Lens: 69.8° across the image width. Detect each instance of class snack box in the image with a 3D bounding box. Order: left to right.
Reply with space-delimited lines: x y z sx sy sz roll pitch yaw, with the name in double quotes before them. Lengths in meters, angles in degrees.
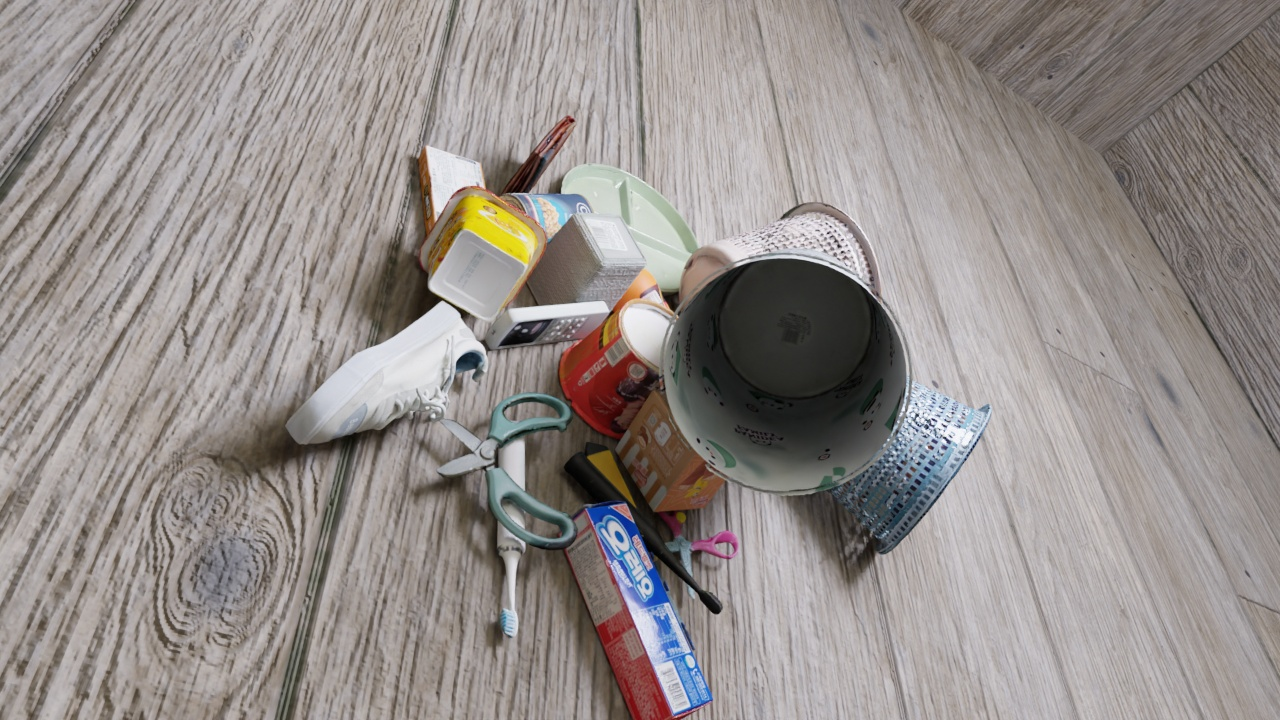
"snack box" -0.218 -0.185 1.083 0.075 0.026 0.153 12 48 -34
"snack box" -0.008 0.235 0.857 0.057 0.058 0.207 -2 57 -43
"snack box" 0.042 0.096 0.985 0.077 0.095 0.092 3 40 -41

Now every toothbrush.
"toothbrush" -0.121 0.153 0.858 0.026 0.027 0.220 44 30 -43
"toothbrush" 0.004 0.173 0.918 0.212 0.026 0.027 44 12 14

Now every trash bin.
"trash bin" 0.167 -0.087 1.207 0.191 0.228 0.227 -12 63 -32
"trash bin" 0.155 -0.013 0.952 0.229 0.230 0.251 43 19 -1
"trash bin" 0.288 0.093 1.146 0.195 0.227 0.225 37 37 12

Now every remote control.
"remote control" -0.102 -0.039 1.025 0.149 0.058 0.021 -10 63 -45

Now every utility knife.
"utility knife" -0.008 0.181 0.935 0.033 0.015 0.230 -14 61 -23

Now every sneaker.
"sneaker" -0.220 0.028 0.843 0.091 0.090 0.241 47 32 -3

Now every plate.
"plate" -0.014 -0.178 1.257 0.230 0.028 0.229 23 43 -24

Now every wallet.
"wallet" -0.130 -0.250 1.160 0.032 0.101 0.124 37 38 -12

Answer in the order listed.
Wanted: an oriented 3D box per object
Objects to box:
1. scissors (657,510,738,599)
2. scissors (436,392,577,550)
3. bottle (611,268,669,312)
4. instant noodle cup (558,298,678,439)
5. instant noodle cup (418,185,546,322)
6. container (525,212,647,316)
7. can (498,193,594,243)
"scissors" 0.050 0.193 0.976 0.136 0.017 0.133 11 45 -23
"scissors" -0.105 0.101 0.880 0.170 0.019 0.174 49 42 11
"bottle" 0.017 -0.043 1.137 0.066 0.067 0.149 -28 84 -51
"instant noodle cup" -0.006 0.006 1.029 0.138 0.109 0.137 24 43 -24
"instant noodle cup" -0.167 -0.106 0.960 0.116 0.116 0.123 31 16 -16
"container" -0.063 -0.109 1.079 0.090 0.115 0.090 -7 61 -46
"can" -0.119 -0.165 1.112 0.111 0.076 0.075 -10 62 -46
